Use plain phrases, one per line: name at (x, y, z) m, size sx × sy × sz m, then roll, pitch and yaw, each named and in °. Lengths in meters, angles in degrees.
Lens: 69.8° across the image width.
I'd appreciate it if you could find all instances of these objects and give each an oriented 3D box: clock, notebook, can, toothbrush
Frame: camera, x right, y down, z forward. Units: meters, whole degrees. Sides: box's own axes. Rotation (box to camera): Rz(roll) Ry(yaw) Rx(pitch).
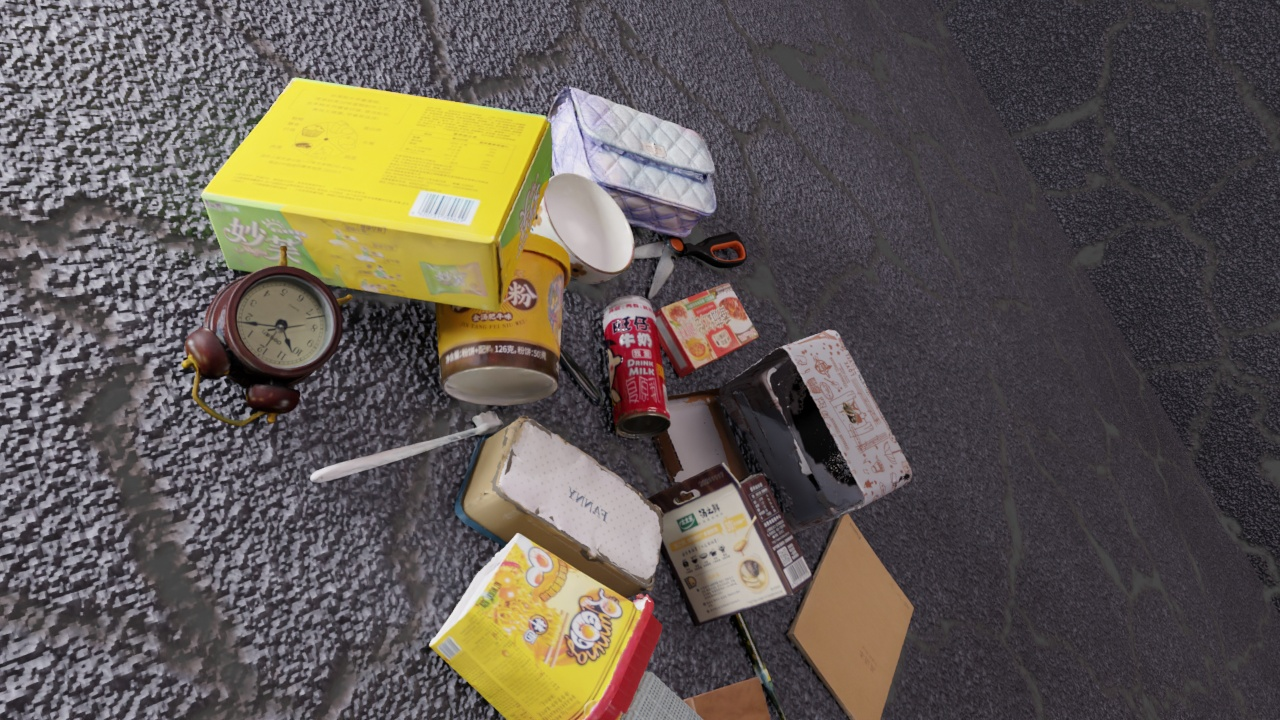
clock at (-0.252, -0.012, 0.616) m, size 0.082 × 0.055 × 0.121 m, roll 41°, pitch 60°, yaw -26°
notebook at (0.235, 0.283, 1.000) m, size 0.149 × 0.012 × 0.210 m, roll 54°, pitch 38°, yaw -8°
can at (-0.005, 0.005, 0.889) m, size 0.053 × 0.053 × 0.132 m, roll 19°, pitch 52°, yaw -40°
toothbrush at (0.108, 0.286, 0.856) m, size 0.017 × 0.012 × 0.185 m, roll -13°, pitch 75°, yaw -43°
toothbrush at (-0.090, -0.030, 0.852) m, size 0.181 × 0.018 × 0.015 m, roll 53°, pitch 35°, yaw -9°
toothbrush at (-0.172, 0.064, 0.696) m, size 0.179 × 0.016 × 0.016 m, roll -16°, pitch 69°, yaw -52°

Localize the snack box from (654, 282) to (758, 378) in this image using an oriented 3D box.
snack box at (0.073, -0.036, 1.028) m, size 0.152 × 0.026 × 0.075 m, roll -24°, pitch 83°, yaw -52°

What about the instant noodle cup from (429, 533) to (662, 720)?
instant noodle cup at (-0.069, 0.198, 0.648) m, size 0.123 × 0.116 × 0.115 m, roll 39°, pitch 41°, yaw -5°

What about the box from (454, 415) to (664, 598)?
box at (-0.065, 0.121, 0.742) m, size 0.184 × 0.060 × 0.089 m, roll 38°, pitch 41°, yaw -21°

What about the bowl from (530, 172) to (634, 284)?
bowl at (-0.067, -0.121, 0.901) m, size 0.113 × 0.062 × 0.113 m, roll 29°, pitch 45°, yaw -34°

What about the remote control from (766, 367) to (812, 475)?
remote control at (0.161, 0.070, 1.056) m, size 0.055 × 0.020 × 0.136 m, roll -4°, pitch 67°, yaw -50°

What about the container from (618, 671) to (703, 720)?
container at (0.005, 0.299, 0.670) m, size 0.111 × 0.090 × 0.089 m, roll 48°, pitch 38°, yaw -9°

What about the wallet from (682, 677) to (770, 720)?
wallet at (0.083, 0.333, 0.791) m, size 0.115 × 0.020 × 0.101 m, roll 6°, pitch 62°, yaw -49°

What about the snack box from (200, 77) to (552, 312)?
snack box at (-0.184, -0.127, 0.680) m, size 0.210 × 0.070 × 0.157 m, roll 9°, pitch 48°, yaw 4°

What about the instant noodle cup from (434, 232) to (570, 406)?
instant noodle cup at (-0.115, -0.031, 0.749) m, size 0.118 × 0.119 × 0.114 m, roll 16°, pitch 62°, yaw -41°

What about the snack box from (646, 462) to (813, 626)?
snack box at (0.073, 0.161, 0.819) m, size 0.053 × 0.113 × 0.125 m, roll -13°, pitch 75°, yaw -52°

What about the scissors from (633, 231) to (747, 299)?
scissors at (0.042, -0.145, 1.079) m, size 0.221 × 0.022 × 0.210 m, roll 5°, pitch 58°, yaw -40°

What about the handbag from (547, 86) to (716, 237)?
handbag at (-0.004, -0.219, 1.017) m, size 0.193 × 0.076 × 0.134 m, roll 8°, pitch 57°, yaw -39°

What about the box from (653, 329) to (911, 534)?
box at (0.121, 0.089, 0.910) m, size 0.192 × 0.157 × 0.183 m, roll -16°, pitch 75°, yaw -37°

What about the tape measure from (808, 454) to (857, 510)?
tape measure at (0.228, 0.141, 1.072) m, size 0.065 × 0.034 × 0.065 m, roll 27°, pitch 46°, yaw -31°
